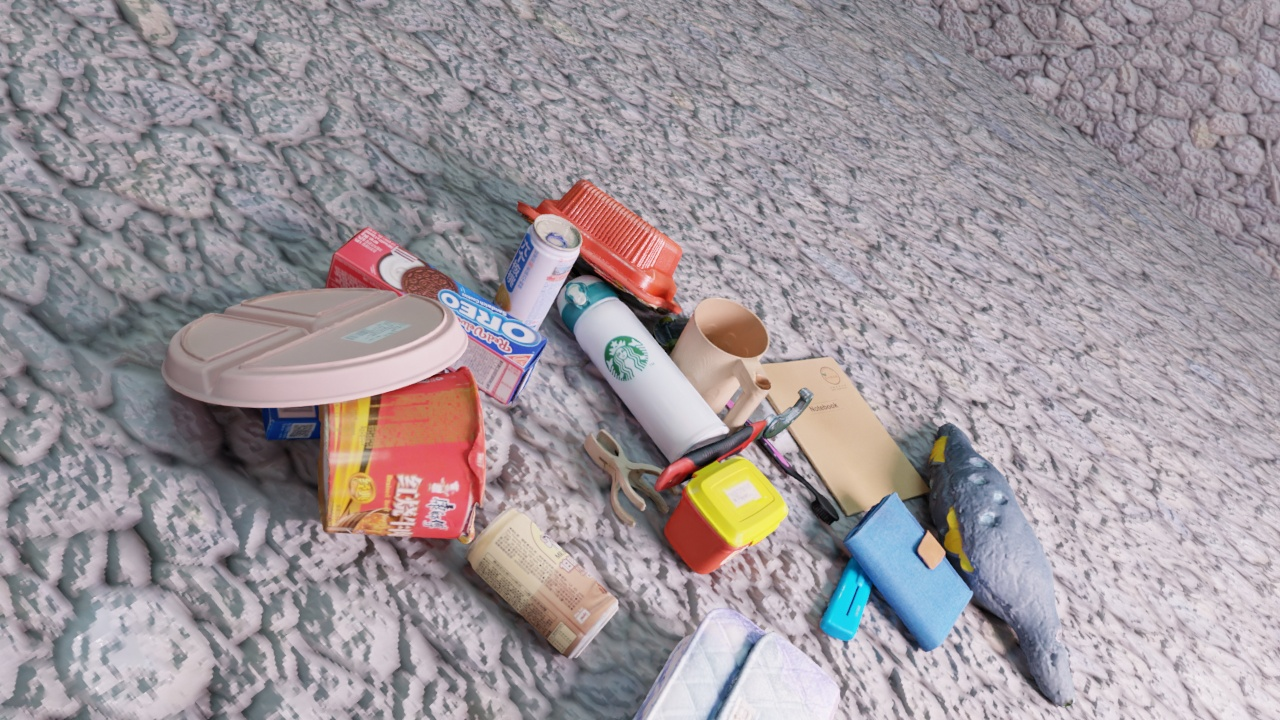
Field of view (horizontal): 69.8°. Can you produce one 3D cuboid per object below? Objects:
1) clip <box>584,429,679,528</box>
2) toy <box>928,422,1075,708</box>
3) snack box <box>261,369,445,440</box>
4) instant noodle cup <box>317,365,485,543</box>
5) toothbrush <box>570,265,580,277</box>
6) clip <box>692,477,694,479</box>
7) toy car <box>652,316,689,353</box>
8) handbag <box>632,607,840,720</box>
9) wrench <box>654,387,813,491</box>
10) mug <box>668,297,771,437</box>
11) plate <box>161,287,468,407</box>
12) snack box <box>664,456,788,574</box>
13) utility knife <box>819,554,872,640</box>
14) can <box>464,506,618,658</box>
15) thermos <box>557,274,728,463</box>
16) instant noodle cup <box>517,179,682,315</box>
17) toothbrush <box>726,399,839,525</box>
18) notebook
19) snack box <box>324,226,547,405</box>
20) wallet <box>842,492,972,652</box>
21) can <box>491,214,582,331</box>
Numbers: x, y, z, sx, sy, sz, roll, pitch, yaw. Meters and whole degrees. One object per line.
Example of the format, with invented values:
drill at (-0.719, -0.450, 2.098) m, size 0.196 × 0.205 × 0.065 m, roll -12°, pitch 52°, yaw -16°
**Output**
clip at (-0.019, 0.110, 0.838) m, size 0.103 × 0.035 × 0.092 m, roll 33°, pitch 37°, yaw 7°
toy at (0.376, 0.189, 0.990) m, size 0.138 × 0.092 × 0.355 m, roll 38°, pitch 30°, yaw -41°
snack box at (-0.240, 0.026, 0.782) m, size 0.157 × 0.026 × 0.084 m, roll 1°, pitch 49°, yaw -33°
instant noodle cup at (-0.185, 0.071, 0.695) m, size 0.108 × 0.138 × 0.137 m, roll 1°, pitch 48°, yaw -22°
toothbrush at (-0.045, -0.065, 1.019) m, size 0.189 × 0.014 × 0.016 m, roll 46°, pitch 48°, yaw 15°
clip at (0.079, 0.123, 0.902) m, size 0.057 × 0.031 × 0.025 m, roll 25°, pitch 41°, yaw -18°
toy car at (0.055, -0.025, 1.028) m, size 0.090 × 0.035 × 0.042 m, roll -1°, pitch 48°, yaw -26°
handbag at (0.064, 0.285, 0.678) m, size 0.134 × 0.076 × 0.193 m, roll 37°, pitch 40°, yaw 5°
wrench at (0.097, 0.078, 0.904) m, size 0.016 × 0.056 × 0.272 m, roll 42°, pitch 35°, yaw 22°
mug at (0.081, 0.014, 0.945) m, size 0.084 × 0.104 × 0.124 m, roll -3°, pitch 52°, yaw -31°
plate at (-0.253, -0.019, 0.725) m, size 0.229 × 0.028 × 0.229 m, roll 1°, pitch 20°, yaw 0°
snack box at (0.073, 0.141, 0.830) m, size 0.091 × 0.080 × 0.082 m, roll -21°, pitch 63°, yaw -45°
utility knife at (0.220, 0.206, 0.912) m, size 0.034 × 0.018 × 0.198 m, roll 37°, pitch 38°, yaw 6°
can at (-0.076, 0.172, 0.714) m, size 0.116 × 0.059 × 0.058 m, roll 41°, pitch 39°, yaw 9°
thermos at (-0.005, 0.005, 0.928) m, size 0.073 × 0.073 × 0.224 m, roll -16°, pitch 59°, yaw -43°
instant noodle cup at (-0.030, -0.128, 0.996) m, size 0.189 × 0.079 × 0.164 m, roll 35°, pitch 7°, yaw 11°
toothbrush at (0.142, 0.102, 0.976) m, size 0.014 × 0.018 × 0.189 m, roll -17°, pitch 56°, yaw -44°
notebook at (0.228, 0.080, 1.057) m, size 0.147 × 0.008 × 0.207 m, roll -5°, pitch 53°, yaw -38°
snack box at (-0.190, -0.041, 0.862) m, size 0.207 × 0.058 × 0.057 m, roll 32°, pitch 42°, yaw -1°
wallet at (0.268, 0.208, 0.914) m, size 0.133 × 0.040 × 0.106 m, roll 54°, pitch 41°, yaw 7°
can at (-0.105, -0.076, 0.894) m, size 0.053 × 0.135 × 0.053 m, roll 19°, pitch 41°, yaw -18°
